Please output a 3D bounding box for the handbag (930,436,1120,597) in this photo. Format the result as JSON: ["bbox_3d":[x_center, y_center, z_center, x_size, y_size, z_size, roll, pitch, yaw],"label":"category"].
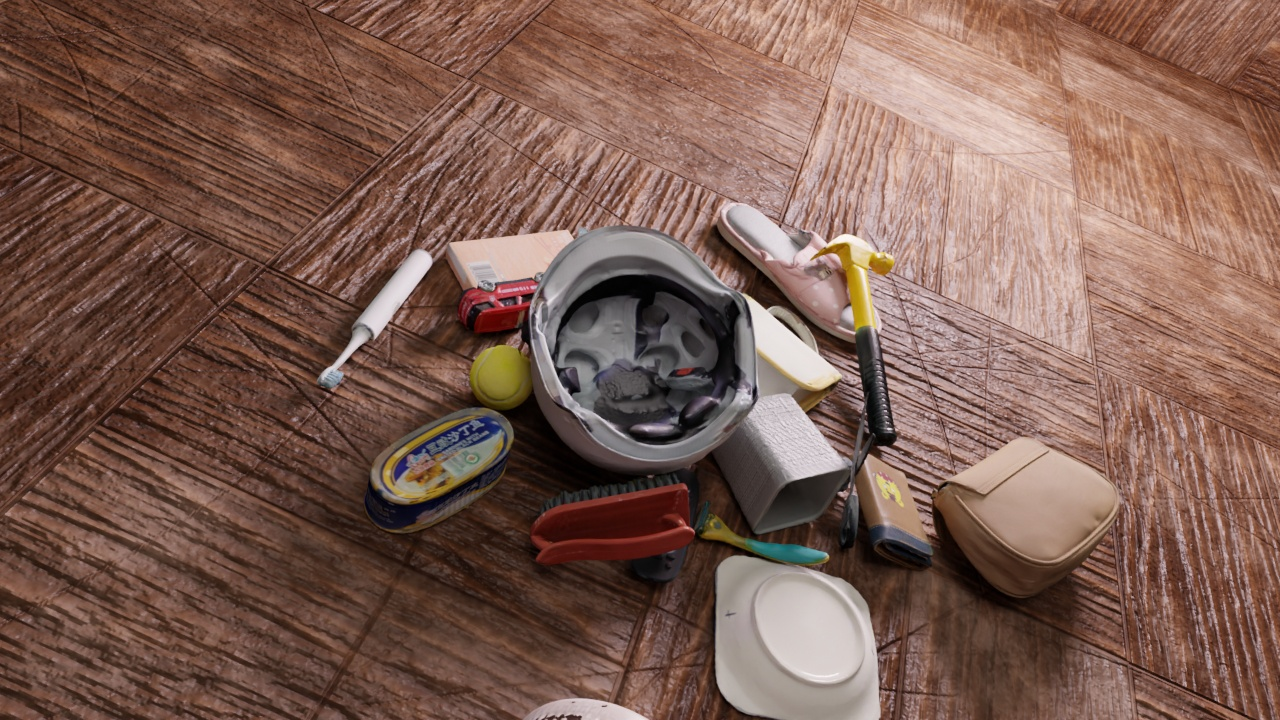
[{"bbox_3d":[0.416,0.169,0.997,0.204,0.100,0.148,-19,50,-36],"label":"handbag"}]

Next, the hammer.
[{"bbox_3d":[0.278,-0.034,1.134,0.128,0.033,0.300,17,54,-26],"label":"hammer"}]

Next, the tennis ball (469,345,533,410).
[{"bbox_3d":[-0.139,0.017,0.921,0.065,0.066,0.065,12,45,-12],"label":"tennis ball"}]

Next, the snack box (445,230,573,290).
[{"bbox_3d":[-0.139,-0.110,1.073,0.157,0.026,0.084,-11,53,-31],"label":"snack box"}]

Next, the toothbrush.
[{"bbox_3d":[-0.274,-0.045,0.951,0.026,0.027,0.220,16,43,6],"label":"toothbrush"}]

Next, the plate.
[{"bbox_3d":[0.148,0.251,0.842,0.163,0.034,0.164,15,44,-10],"label":"plate"}]

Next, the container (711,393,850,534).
[{"bbox_3d":[0.138,0.102,0.945,0.090,0.090,0.114,-7,48,-29],"label":"container"}]

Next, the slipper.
[{"bbox_3d":[0.215,-0.128,1.223,0.274,0.055,0.113,45,46,18],"label":"slipper"}]

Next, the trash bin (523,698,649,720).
[{"bbox_3d":[-0.051,0.331,0.567,0.227,0.228,0.191,29,31,6],"label":"trash bin"}]

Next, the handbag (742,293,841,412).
[{"bbox_3d":[0.162,-0.011,1.095,0.163,0.063,0.178,43,32,19],"label":"handbag"}]

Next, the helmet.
[{"bbox_3d":[-0.005,0.005,0.925,0.228,0.146,0.258,-9,58,-18],"label":"helmet"}]

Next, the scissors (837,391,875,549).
[{"bbox_3d":[0.214,0.113,0.925,0.014,0.178,0.159,2,85,2],"label":"scissors"}]

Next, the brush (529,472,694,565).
[{"bbox_3d":[-0.027,0.149,0.827,0.146,0.063,0.069,-8,34,-5],"label":"brush"}]

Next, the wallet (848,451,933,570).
[{"bbox_3d":[0.264,0.158,0.970,0.090,0.033,0.115,28,36,-31],"label":"wallet"}]

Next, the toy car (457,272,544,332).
[{"bbox_3d":[-0.140,-0.061,1.008,0.120,0.053,0.045,-15,57,-31],"label":"toy car"}]

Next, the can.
[{"bbox_3d":[-0.181,0.098,0.836,0.074,0.049,0.147,43,47,20],"label":"can"}]

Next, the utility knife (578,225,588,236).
[{"bbox_3d":[-0.002,-0.115,1.145,0.192,0.015,0.033,33,41,10],"label":"utility knife"}]

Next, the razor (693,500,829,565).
[{"bbox_3d":[0.117,0.176,0.894,0.132,0.028,0.043,15,34,9],"label":"razor"}]

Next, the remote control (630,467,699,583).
[{"bbox_3d":[0.024,0.158,0.884,0.053,0.024,0.136,20,46,0],"label":"remote control"}]
